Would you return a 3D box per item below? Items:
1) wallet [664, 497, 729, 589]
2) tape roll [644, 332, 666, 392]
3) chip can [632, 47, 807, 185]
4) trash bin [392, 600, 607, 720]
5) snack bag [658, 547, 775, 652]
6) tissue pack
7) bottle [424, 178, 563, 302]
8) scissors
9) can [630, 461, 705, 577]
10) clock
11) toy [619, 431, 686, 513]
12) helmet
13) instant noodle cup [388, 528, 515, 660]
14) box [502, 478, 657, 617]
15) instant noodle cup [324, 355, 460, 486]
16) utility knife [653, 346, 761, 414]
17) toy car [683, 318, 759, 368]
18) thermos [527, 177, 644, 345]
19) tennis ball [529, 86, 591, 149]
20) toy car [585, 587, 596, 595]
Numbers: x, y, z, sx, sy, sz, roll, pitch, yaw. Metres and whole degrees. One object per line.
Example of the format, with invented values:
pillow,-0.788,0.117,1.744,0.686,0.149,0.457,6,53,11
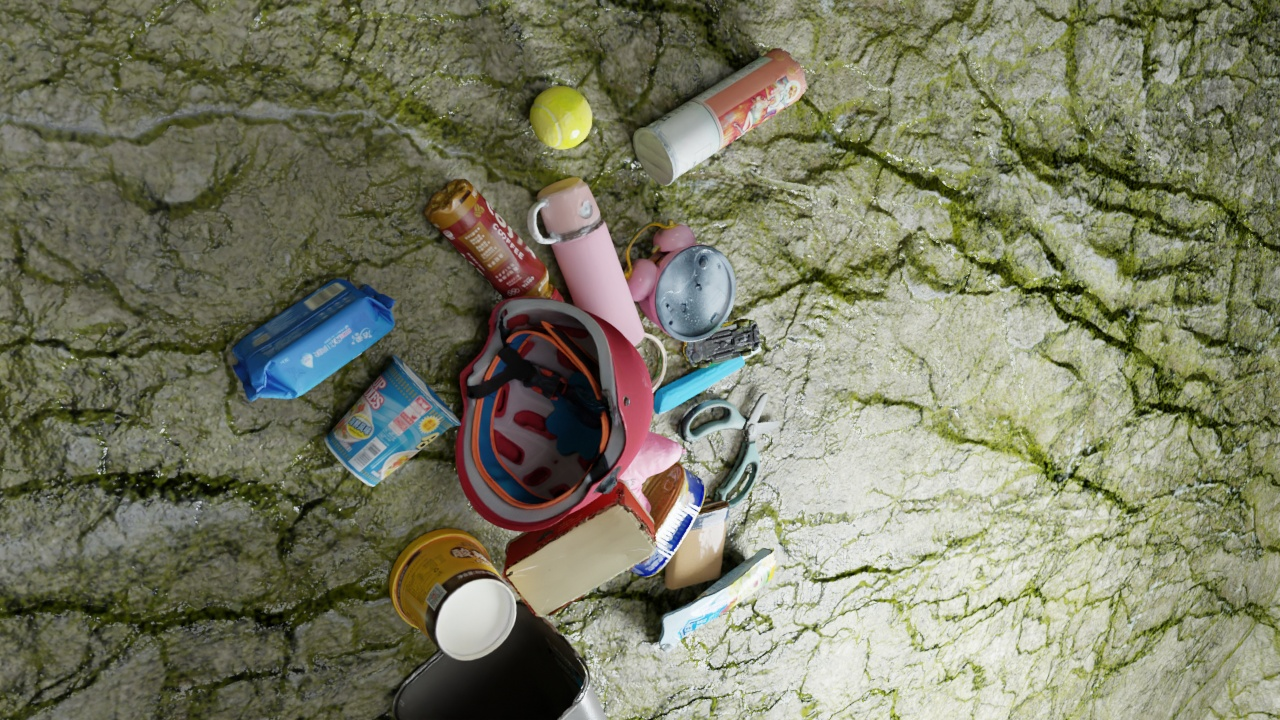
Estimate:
wallet,0.075,0.245,1.225,0.090,0.033,0.115,-8,112,-28
tape roll,-0.007,0.007,1.122,0.085,0.014,0.086,-9,108,-31
chip can,0.095,-0.288,1.072,0.214,0.071,0.071,-36,119,-20
trash bin,-0.131,0.438,1.062,0.198,0.199,0.220,-38,126,-19
snack bag,0.101,0.327,1.247,0.190,0.039,0.110,-28,156,-26
tissue pack,-0.311,-0.019,0.872,0.157,0.095,0.052,-38,126,-19
bottle,-0.149,-0.112,0.972,0.057,0.057,0.175,-50,123,-12
scissors,0.112,0.111,1.225,0.179,0.019,0.170,22,92,-34
can,0.022,0.200,1.157,0.049,0.075,0.148,37,82,-37
clock,0.041,-0.097,1.098,0.117,0.060,0.158,-50,125,-10
toy,-0.034,0.110,1.090,0.178,0.074,0.195,-9,112,-9
helmet,-0.081,0.058,0.976,0.143,0.207,0.240,0,119,-59
instant noodle cup,-0.202,0.260,1.006,0.118,0.114,0.118,-9,107,-30
box,-0.068,0.219,1.045,0.168,0.077,0.091,-32,109,9
instant noodle cup,-0.257,0.067,0.936,0.110,0.099,0.099,-44,122,-8
utility knife,0.090,0.018,1.185,0.178,0.018,0.034,-27,130,-25
toy car,0.102,-0.024,1.173,0.105,0.032,0.048,-15,111,-16
thermos,-0.062,-0.099,1.023,0.087,0.067,0.199,-40,123,-32
tennis ball,-0.084,-0.256,0.969,0.065,0.065,0.065,-9,108,-31
toy car,-0.093,0.260,1.124,0.090,0.034,0.043,9,103,-20
